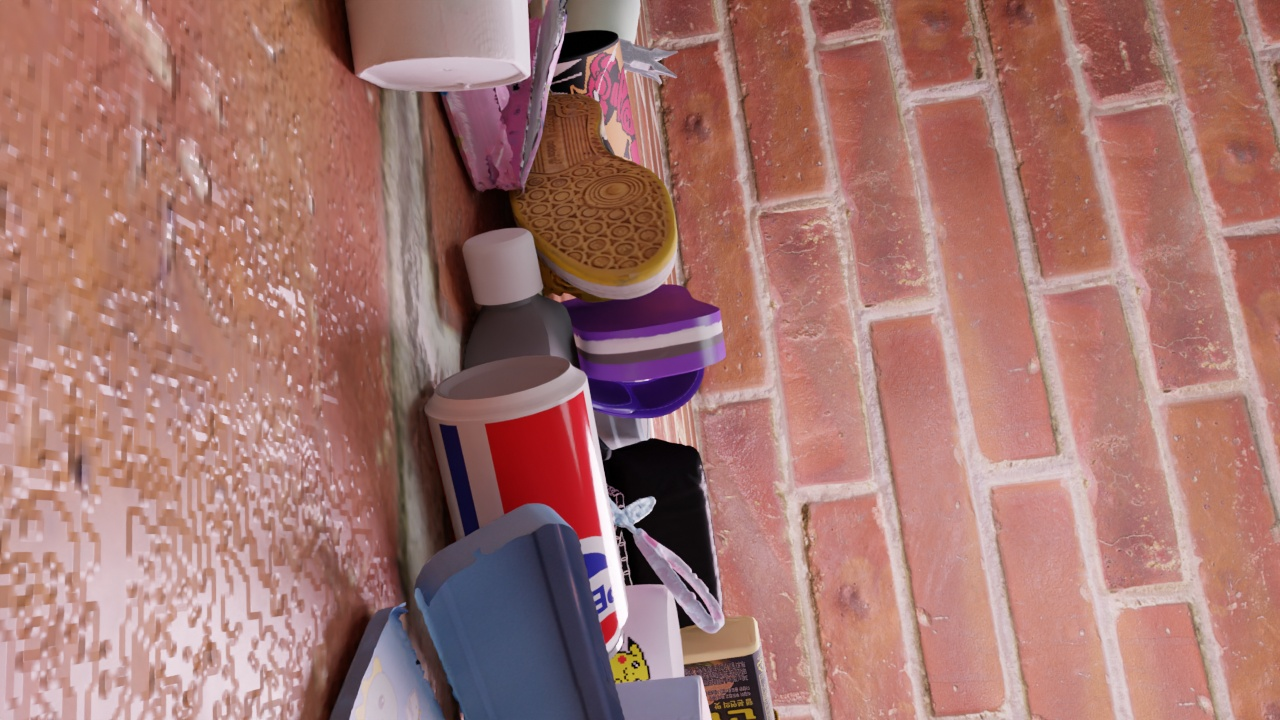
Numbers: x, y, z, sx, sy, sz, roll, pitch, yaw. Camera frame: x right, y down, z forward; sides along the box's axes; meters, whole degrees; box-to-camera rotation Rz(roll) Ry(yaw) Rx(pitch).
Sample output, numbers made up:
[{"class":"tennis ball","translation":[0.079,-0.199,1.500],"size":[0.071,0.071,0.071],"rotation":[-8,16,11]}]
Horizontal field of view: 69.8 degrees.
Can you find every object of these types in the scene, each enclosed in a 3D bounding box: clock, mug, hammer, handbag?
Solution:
[{"class":"clock","translation":[-0.023,0.012,0.869],"size":[0.122,0.045,0.159],"rotation":[-89,171,-60]},{"class":"mug","translation":[-0.042,-0.197,0.703],"size":[0.117,0.082,0.098],"rotation":[-60,146,-51]},{"class":"mug","translation":[-0.056,-0.294,0.827],"size":[0.111,0.084,0.103],"rotation":[33,57,-45]},{"class":"mug","translation":[-0.008,0.214,0.630],"size":[0.094,0.068,0.115],"rotation":[42,40,-81]},{"class":"hammer","translation":[-0.037,-0.117,0.777],"size":[0.028,0.146,0.317],"rotation":[1,-90,54]},{"class":"handbag","translation":[-0.004,0.151,0.795],"size":[0.125,0.114,0.154],"rotation":[-160,-123,-70]}]

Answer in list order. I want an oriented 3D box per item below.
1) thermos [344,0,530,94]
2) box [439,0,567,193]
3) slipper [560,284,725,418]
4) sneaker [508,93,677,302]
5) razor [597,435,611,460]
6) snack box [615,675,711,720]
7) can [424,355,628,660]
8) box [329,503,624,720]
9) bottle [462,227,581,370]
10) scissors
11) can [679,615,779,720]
[{"class":"thermos","translation":[-0.082,-0.223,0.358],"size":[0.099,0.099,0.220],"rotation":[-58,144,-81]},{"class":"box","translation":[-0.068,-0.200,0.563],"size":[0.229,0.071,0.085],"rotation":[-92,172,-46]},{"class":"slipper","translation":[-0.004,0.003,0.626],"size":[0.266,0.107,0.084],"rotation":[-137,-142,-78]},{"class":"sneaker","translation":[-0.029,-0.073,0.580],"size":[0.238,0.086,0.122],"rotation":[-112,-173,-52]},{"class":"razor","translation":[-0.055,0.040,0.644],"size":[0.042,0.022,0.144],"rotation":[44,-6,24]},{"class":"snack box","translation":[-0.004,0.238,0.512],"size":[0.079,0.093,0.095],"rotation":[-90,171,-50]},{"class":"can","translation":[-0.048,0.069,0.408],"size":[0.070,0.070,0.132],"rotation":[-78,159,-73]},{"class":"box","translation":[-0.054,0.162,0.358],"size":[0.124,0.043,0.210],"rotation":[-45,136,-41]},{"class":"bottle","translation":[-0.059,0.017,0.493],"size":[0.083,0.046,0.174],"rotation":[-83,165,-68]},{"class":"scissors","translation":[-0.007,0.122,0.626],"size":[0.177,0.013,0.170],"rotation":[44,13,13]},{"class":"can","translation":[0.047,0.284,0.783],"size":[0.072,0.131,0.101],"rotation":[-66,145,-79]}]
